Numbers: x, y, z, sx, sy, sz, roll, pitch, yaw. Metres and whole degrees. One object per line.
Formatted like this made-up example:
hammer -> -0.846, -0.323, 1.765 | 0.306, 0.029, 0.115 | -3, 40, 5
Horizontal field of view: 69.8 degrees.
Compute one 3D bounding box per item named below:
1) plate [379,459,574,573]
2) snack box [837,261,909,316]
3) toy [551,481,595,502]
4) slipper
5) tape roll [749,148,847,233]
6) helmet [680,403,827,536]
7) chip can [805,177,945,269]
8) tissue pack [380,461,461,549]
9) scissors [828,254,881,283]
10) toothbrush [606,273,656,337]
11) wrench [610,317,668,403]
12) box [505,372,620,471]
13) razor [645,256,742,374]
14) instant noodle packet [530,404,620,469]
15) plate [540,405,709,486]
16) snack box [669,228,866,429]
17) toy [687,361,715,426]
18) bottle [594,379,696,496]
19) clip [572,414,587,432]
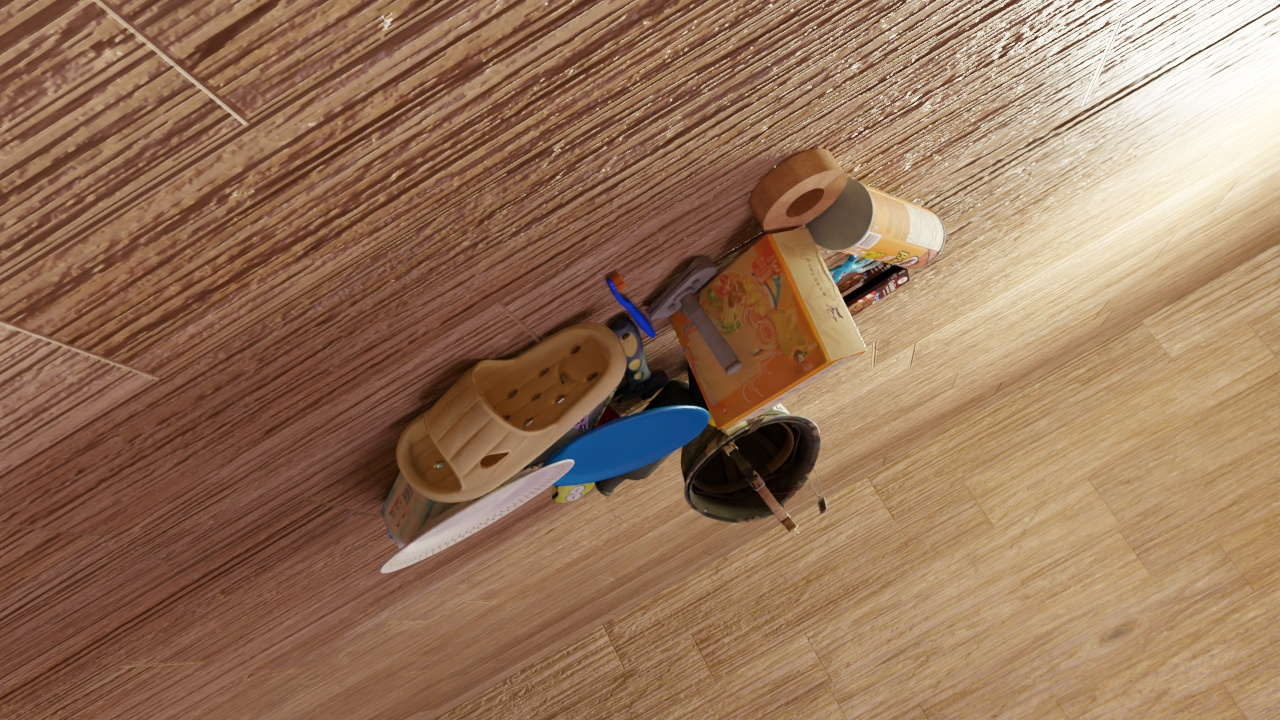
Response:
plate -> -0.183, 0.169, 1.032 | 0.242, 0.016, 0.243 | -30, 170, -6
snack box -> 0.297, -0.090, 1.257 | 0.141, 0.031, 0.051 | -33, 159, 11
toy -> -0.081, 0.167, 1.358 | 0.115, 0.046, 0.092 | -28, 157, -26
slipper -> -0.133, 0.047, 0.910 | 0.261, 0.111, 0.079 | -33, 162, 0
tape roll -> 0.154, -0.164, 0.898 | 0.094, 0.027, 0.094 | -25, 159, -10
helmet -> 0.170, 0.159, 1.397 | 0.225, 0.235, 0.193 | -25, 129, 17
chip can -> 0.264, -0.148, 1.014 | 0.075, 0.075, 0.214 | -41, 157, 29
tissue pack -> -0.229, 0.150, 1.082 | 0.111, 0.070, 0.182 | -15, 155, -38
scissors -> 0.267, -0.124, 1.171 | 0.134, 0.012, 0.134 | -22, 159, -14
toothbrush -> -0.005, -0.055, 0.968 | 0.018, 0.016, 0.182 | -36, 159, 3
wrench -> -0.006, 0.006, 1.103 | 0.073, 0.022, 0.273 | -28, 160, -4
box -> -0.103, 0.061, 1.072 | 0.117, 0.050, 0.206 | -16, 156, -24
razor -> 0.068, -0.036, 0.962 | 0.047, 0.116, 0.088 | -15, 156, -51
instant noodle packet -> -0.083, 0.109, 1.226 | 0.135, 0.039, 0.098 | -32, 156, 5
plate -> -0.022, 0.100, 1.144 | 0.224, 0.024, 0.225 | -18, 159, -7
snack box -> 0.134, -0.032, 0.985 | 0.080, 0.145, 0.196 | -14, 165, -36
toy -> 0.122, 0.032, 1.219 | 0.119, 0.099, 0.098 | 8, 118, -48
bottle -> 0.007, 0.117, 1.284 | 0.071, 0.071, 0.207 | -2, 141, -51
clip -> -0.067, 0.066, 1.040 | 0.046, 0.014, 0.050 | -40, 153, 25
